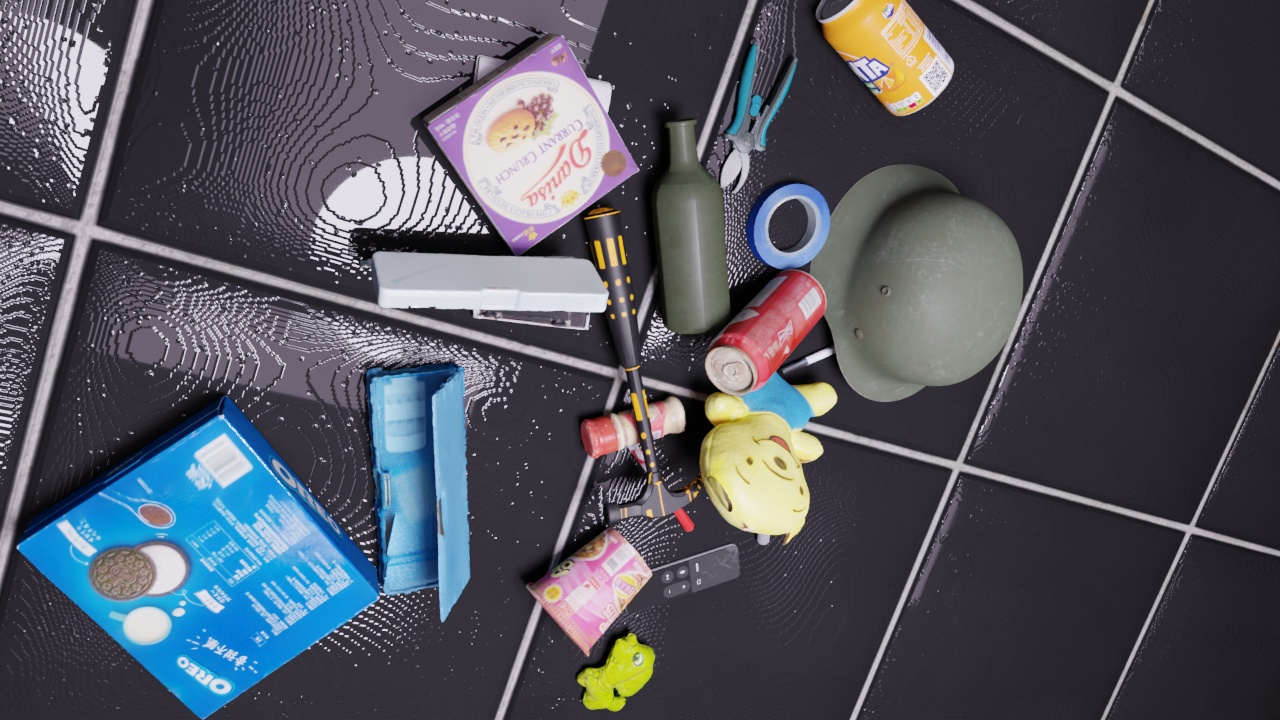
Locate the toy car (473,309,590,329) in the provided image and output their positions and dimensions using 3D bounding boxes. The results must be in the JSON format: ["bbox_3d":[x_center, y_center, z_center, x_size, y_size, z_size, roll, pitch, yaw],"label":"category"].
[{"bbox_3d":[-0.103,-0.055,0.886,0.113,0.039,0.039,7,104,3],"label":"toy car"}]

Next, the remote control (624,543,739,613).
[{"bbox_3d":[0.048,0.252,1.063,0.146,0.008,0.045,-14,110,-19],"label":"remote control"}]

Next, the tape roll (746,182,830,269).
[{"bbox_3d":[0.159,-0.144,0.985,0.091,0.016,0.093,18,98,-26],"label":"tape roll"}]

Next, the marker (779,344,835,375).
[{"bbox_3d":[0.226,-0.014,1.057,0.152,0.011,0.011,-22,113,-15],"label":"marker"}]

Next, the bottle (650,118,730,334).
[{"bbox_3d":[0.048,-0.133,0.912,0.071,0.071,0.207,-13,110,-19],"label":"bottle"}]

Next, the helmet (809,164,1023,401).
[{"bbox_3d":[0.320,-0.071,0.998,0.226,0.154,0.268,6,103,-24],"label":"helmet"}]

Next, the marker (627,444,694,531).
[{"bbox_3d":[0.022,0.138,1.016,0.012,0.013,0.142,-38,116,-9],"label":"marker"}]

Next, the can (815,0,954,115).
[{"bbox_3d":[0.249,-0.323,0.934,0.142,0.079,0.079,37,89,-27],"label":"can"}]

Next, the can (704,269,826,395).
[{"bbox_3d":[0.130,-0.031,0.939,0.169,0.067,0.067,-44,123,-43],"label":"can"}]

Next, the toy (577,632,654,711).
[{"bbox_3d":[-0.026,0.359,1.051,0.093,0.036,0.094,-13,111,-12],"label":"toy"}]

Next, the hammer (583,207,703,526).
[{"bbox_3d":[-0.006,0.005,0.922,0.123,0.036,0.321,-15,101,-20],"label":"hammer"}]

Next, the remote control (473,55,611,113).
[{"bbox_3d":[-0.089,-0.253,0.850,0.130,0.012,0.033,5,104,-24],"label":"remote control"}]

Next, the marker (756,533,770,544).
[{"bbox_3d":[0.151,0.149,1.071,0.016,0.016,0.140,-1,106,-23],"label":"marker"}]

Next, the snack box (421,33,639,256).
[{"bbox_3d":[-0.098,-0.195,0.838,0.143,0.040,0.148,-36,120,-5],"label":"snack box"}]

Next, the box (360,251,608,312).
[{"bbox_3d":[-0.139,-0.076,0.813,0.197,0.136,0.049,1,107,-23],"label":"box"}]

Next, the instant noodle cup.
[{"bbox_3d":[-0.049,0.240,0.977,0.108,0.098,0.098,-41,117,-15],"label":"instant noodle cup"}]

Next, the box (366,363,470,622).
[{"bbox_3d":[-0.201,0.126,0.868,0.094,0.102,0.232,-5,107,-23],"label":"box"}]

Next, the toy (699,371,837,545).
[{"bbox_3d":[0.125,0.091,0.961,0.149,0.084,0.213,30,50,-19],"label":"toy"}]

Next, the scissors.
[{"bbox_3d":[0.115,-0.253,0.934,0.128,0.019,0.153,-29,116,-11],"label":"scissors"}]

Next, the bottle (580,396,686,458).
[{"bbox_3d":[-0.007,0.070,0.966,0.109,0.044,0.044,-15,111,-18],"label":"bottle"}]

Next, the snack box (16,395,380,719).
[{"bbox_3d":[-0.385,0.182,0.830,0.195,0.056,0.239,-34,116,-7],"label":"snack box"}]
